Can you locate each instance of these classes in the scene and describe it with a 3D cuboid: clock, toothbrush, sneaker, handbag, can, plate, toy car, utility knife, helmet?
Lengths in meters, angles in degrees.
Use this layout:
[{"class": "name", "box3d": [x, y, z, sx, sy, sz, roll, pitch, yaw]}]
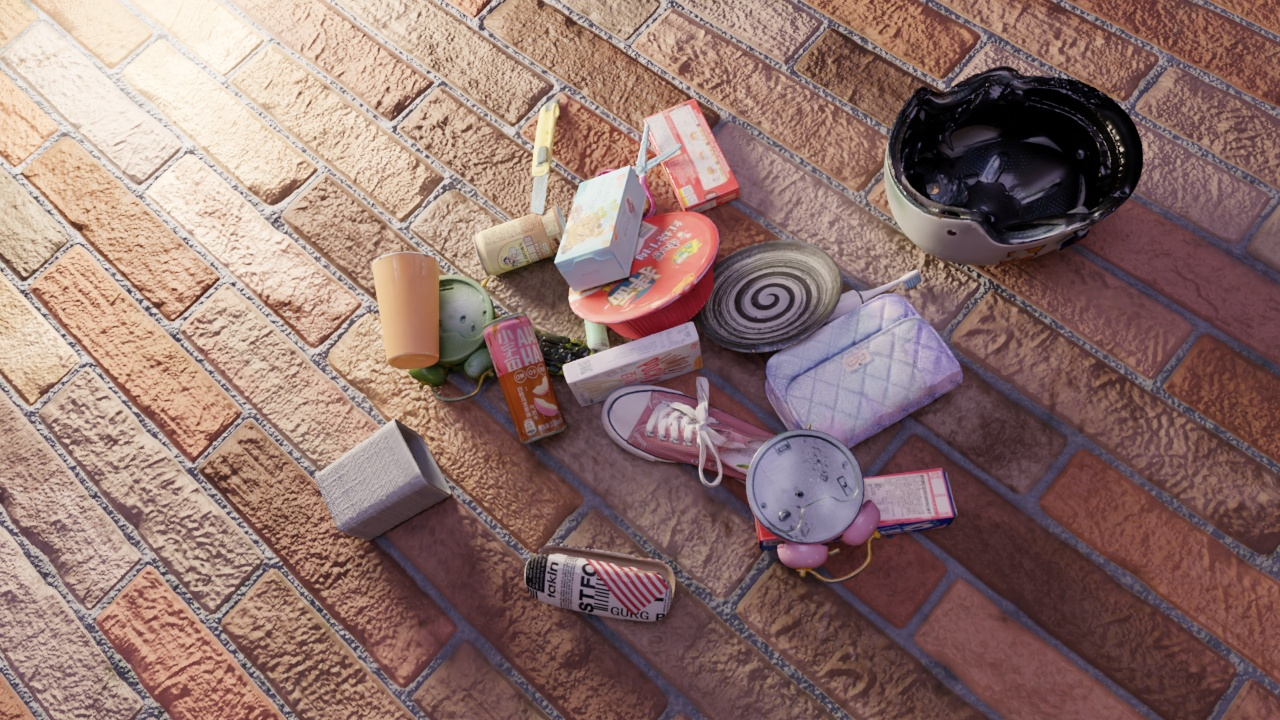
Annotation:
[{"class": "clock", "box3d": [-0.229, -0.026, 1.123, 0.116, 0.056, 0.161, -9, 68, 5]}, {"class": "toothbrush", "box3d": [0.231, -0.062, 1.091, 0.221, 0.026, 0.026, -22, 106, -2]}, {"class": "sneaker", "box3d": [0.067, 0.081, 1.025, 0.241, 0.088, 0.118, 20, 73, 13]}, {"class": "toothbrush", "box3d": [-0.066, -0.112, 1.150, 0.027, 0.026, 0.224, -16, 67, 16]}, {"class": "handbag", "box3d": [0.243, 0.018, 1.032, 0.194, 0.075, 0.134, -30, 67, -4]}, {"class": "can", "box3d": [-0.135, 0.021, 1.070, 0.058, 0.058, 0.147, -20, 87, 0]}, {"class": "plate", "box3d": [0.151, -0.073, 1.087, 0.180, 0.024, 0.179, -13, 46, 13]}, {"class": "toy car", "box3d": [-0.106, -0.006, 1.112, 0.105, 0.032, 0.048, 13, 77, 24]}, {"class": "utility knife", "box3d": [-0.125, -0.268, 1.202, 0.031, 0.022, 0.220, -11, 57, 17]}, {"class": "helmet", "box3d": [0.405, -0.202, 1.052, 0.274, 0.157, 0.229, -13, 66, -9]}, {"class": "clock", "box3d": [0.176, 0.149, 0.937, 0.117, 0.060, 0.158, -28, 69, -2]}, {"class": "can", "box3d": [-0.148, -0.151, 1.158, 0.116, 0.058, 0.058, -19, 68, 0]}]

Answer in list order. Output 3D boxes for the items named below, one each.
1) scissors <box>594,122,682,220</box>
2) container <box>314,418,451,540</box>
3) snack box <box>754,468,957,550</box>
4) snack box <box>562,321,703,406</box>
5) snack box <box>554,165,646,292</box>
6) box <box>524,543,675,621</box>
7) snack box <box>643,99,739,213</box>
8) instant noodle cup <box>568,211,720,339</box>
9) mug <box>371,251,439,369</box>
[{"class": "scissors", "box3d": [-0.008, -0.243, 1.185, 0.130, 0.017, 0.133, 6, 86, 22]}, {"class": "container", "box3d": [-0.297, 0.141, 1.052, 0.114, 0.090, 0.090, -32, 68, -2]}, {"class": "snack box", "box3d": [0.227, 0.162, 0.989, 0.207, 0.057, 0.058, -8, 66, 5]}, {"class": "snack box", "box3d": [-0.006, 0.006, 1.065, 0.157, 0.085, 0.026, -18, 67, 1]}, {"class": "snack box", "box3d": [-0.045, -0.161, 1.104, 0.074, 0.051, 0.174, -15, 40, 23]}, {"class": "box", "box3d": [-0.042, 0.241, 1.006, 0.163, 0.083, 0.075, 5, 106, 8]}, {"class": "snack box", "box3d": [0.065, -0.264, 1.191, 0.075, 0.025, 0.152, -22, 68, -1]}, {"class": "instant noodle cup", "box3d": [0.014, -0.092, 1.081, 0.194, 0.066, 0.193, -19, 39, 16]}, {"class": "mug", "box3d": [-0.270, -0.056, 1.072, 0.078, 0.078, 0.122, -9, 74, 4]}]
